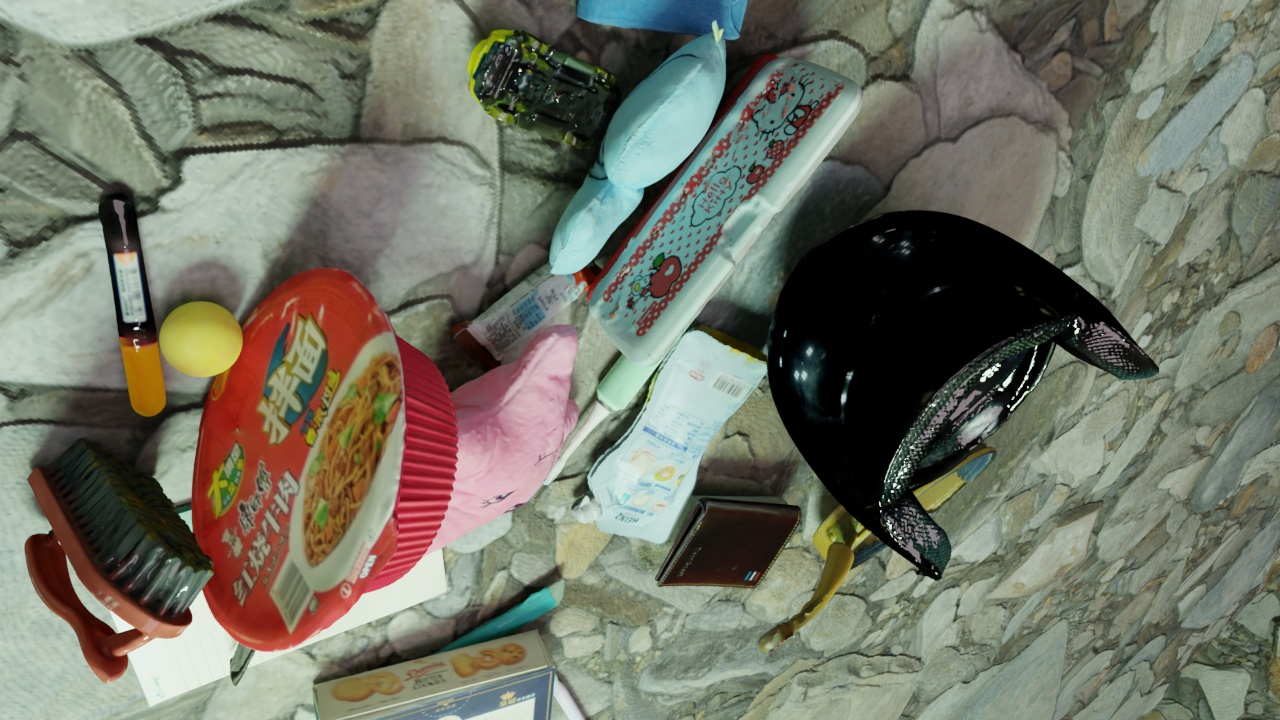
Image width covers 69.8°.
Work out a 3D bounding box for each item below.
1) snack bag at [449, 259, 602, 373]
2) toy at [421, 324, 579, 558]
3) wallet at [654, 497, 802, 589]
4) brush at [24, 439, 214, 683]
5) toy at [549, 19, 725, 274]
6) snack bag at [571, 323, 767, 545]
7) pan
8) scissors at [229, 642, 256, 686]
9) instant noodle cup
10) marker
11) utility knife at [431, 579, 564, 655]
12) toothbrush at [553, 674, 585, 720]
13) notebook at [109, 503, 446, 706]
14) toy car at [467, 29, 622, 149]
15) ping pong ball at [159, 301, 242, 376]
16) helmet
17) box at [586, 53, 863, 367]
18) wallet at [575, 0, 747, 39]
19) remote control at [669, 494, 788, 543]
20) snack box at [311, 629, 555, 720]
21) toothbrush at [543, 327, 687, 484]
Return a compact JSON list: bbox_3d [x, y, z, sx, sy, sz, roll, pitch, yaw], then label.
[{"bbox_3d":[-0.072,-0.037,0.594,0.104,0.026,0.048,-41,129,-3],"label":"snack bag"},{"bbox_3d":[-0.104,0.068,0.593,0.178,0.074,0.195,-43,166,-21],"label":"toy"},{"bbox_3d":[0.079,0.164,0.819,0.122,0.020,0.096,11,114,-37],"label":"wallet"},{"bbox_3d":[-0.270,0.102,0.467,0.069,0.146,0.063,-53,136,-12],"label":"brush"},{"bbox_3d":[0.002,-0.127,0.539,0.157,0.050,0.161,-45,-171,45],"label":"toy"},{"bbox_3d":[0.025,0.064,0.729,0.110,0.039,0.191,16,112,-47],"label":"snack bag"},{"bbox_3d":[0.207,0.164,0.837,0.356,0.078,0.198,-14,147,-41],"label":"pan"},{"bbox_3d":[-0.206,0.131,0.563,0.015,0.192,0.207,16,80,-43],"label":"scissors"},{"bbox_3d":[-0.160,0.052,0.480,0.065,0.194,0.194,18,109,-48],"label":"instant noodle cup"},{"bbox_3d":[-0.262,-0.027,0.475,0.018,0.015,0.124,-8,122,-26],"label":"marker"},{"bbox_3d":[-0.139,0.230,0.748,0.179,0.013,0.029,-28,131,-12],"label":"utility knife"},{"bbox_3d":[-0.072,0.317,0.854,0.189,0.029,0.021,70,35,-44],"label":"toothbrush"},{"bbox_3d":[-0.236,0.138,0.614,0.208,0.012,0.151,-17,128,-25],"label":"notebook"},{"bbox_3d":[-0.053,-0.154,0.520,0.105,0.032,0.048,6,119,-51],"label":"toy car"},{"bbox_3d":[-0.233,-0.011,0.487,0.040,0.040,0.040,-19,130,-24],"label":"ping pong ball"},{"bbox_3d":[0.220,0.009,0.698,0.234,0.230,0.274,-46,160,10],"label":"helmet"},{"bbox_3d":[0.043,-0.096,0.571,0.073,0.154,0.201,36,99,-10],"label":"box"},{"bbox_3d":[0.024,-0.249,0.504,0.106,0.040,0.133,-4,124,-28],"label":"wallet"},{"bbox_3d":[0.081,0.148,0.839,0.124,0.024,0.049,6,117,-39],"label":"remote control"},{"bbox_3d":[-0.166,0.315,0.753,0.177,0.045,0.183,-8,126,-23],"label":"snack box"},{"bbox_3d":[-0.004,0.004,0.672,0.224,0.027,0.026,-52,164,7],"label":"toothbrush"}]
